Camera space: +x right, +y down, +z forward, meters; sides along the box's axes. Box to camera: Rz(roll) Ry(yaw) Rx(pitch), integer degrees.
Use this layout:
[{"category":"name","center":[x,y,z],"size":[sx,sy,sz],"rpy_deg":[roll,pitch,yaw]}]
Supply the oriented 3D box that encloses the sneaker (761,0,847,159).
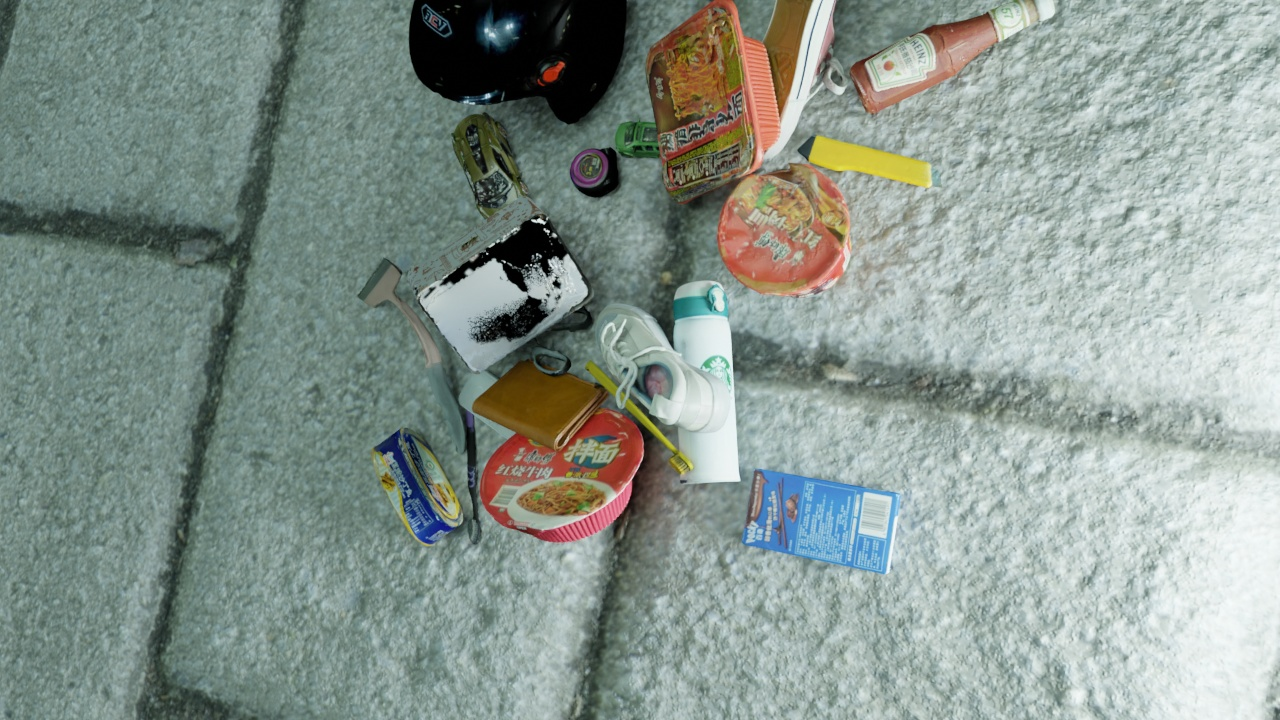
[{"category":"sneaker","center":[0.179,-0.335,1.009],"size":[0.118,0.087,0.241],"rpy_deg":[42,125,44]}]

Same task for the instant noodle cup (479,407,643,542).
[{"category":"instant noodle cup","center":[-0.082,0.138,1.038],"size":[0.194,0.193,0.066],"rpy_deg":[-3,127,22]}]

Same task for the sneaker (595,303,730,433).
[{"category":"sneaker","center":[-0.006,0.006,1.001],"size":[0.242,0.090,0.090],"rpy_deg":[41,119,50]}]

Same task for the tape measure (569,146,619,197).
[{"category":"tape measure","center":[-0.055,-0.228,1.121],"size":[0.058,0.039,0.057],"rpy_deg":[-8,81,16]}]

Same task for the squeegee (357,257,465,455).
[{"category":"squeegee","center":[-0.269,0.002,1.155],"size":[0.040,0.248,0.249],"rpy_deg":[-28,96,-25]}]

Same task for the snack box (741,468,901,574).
[{"category":"snack box","center":[0.192,0.170,0.981],"size":[0.157,0.026,0.084],"rpy_deg":[8,87,23]}]

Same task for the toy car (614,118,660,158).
[{"category":"toy car","center":[0.010,-0.267,1.101],"size":[0.091,0.036,0.043],"rpy_deg":[7,88,26]}]

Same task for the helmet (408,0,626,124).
[{"category":"helmet","center":[-0.144,-0.422,1.077],"size":[0.274,0.231,0.233],"rpy_deg":[-35,67,-26]}]

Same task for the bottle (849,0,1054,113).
[{"category":"bottle","center":[0.325,-0.329,0.965],"size":[0.206,0.059,0.059],"rpy_deg":[-23,76,19]}]

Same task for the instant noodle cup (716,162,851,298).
[{"category":"instant noodle cup","center":[0.163,-0.127,0.982],"size":[0.138,0.108,0.138],"rpy_deg":[-3,82,22]}]

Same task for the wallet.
[{"category":"wallet","center":[-0.114,0.043,1.086],"size":[0.131,0.118,0.035],"rpy_deg":[21,137,31]}]

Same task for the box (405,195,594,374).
[{"category":"box","center":[-0.170,-0.103,1.103],"size":[0.182,0.153,0.181],"rpy_deg":[-34,35,-3]}]

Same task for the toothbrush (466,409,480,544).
[{"category":"toothbrush","center":[-0.214,0.136,1.157],"size":[0.014,0.016,0.189],"rpy_deg":[-8,79,24]}]

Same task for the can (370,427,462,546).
[{"category":"can","center":[-0.280,0.157,1.150],"size":[0.049,0.074,0.148],"rpy_deg":[-36,73,11]}]

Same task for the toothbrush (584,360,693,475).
[{"category":"toothbrush","center":[-0.006,0.062,1.027],"size":[0.016,0.016,0.190],"rpy_deg":[-34,55,-17]}]

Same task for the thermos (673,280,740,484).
[{"category":"thermos","center":[0.073,0.024,1.023],"size":[0.073,0.073,0.224],"rpy_deg":[-6,82,21]}]

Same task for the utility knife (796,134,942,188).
[{"category":"utility knife","center":[0.252,-0.216,1.007],"size":[0.165,0.015,0.033],"rpy_deg":[20,98,22]}]

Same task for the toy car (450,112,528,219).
[{"category":"toy car","center":[-0.193,-0.244,1.179],"size":[0.070,0.042,0.158],"rpy_deg":[-29,77,17]}]

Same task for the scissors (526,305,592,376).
[{"category":"scissors","center":[-0.138,-0.031,1.129],"size":[0.159,0.014,0.175],"rpy_deg":[-31,51,0]}]

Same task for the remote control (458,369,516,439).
[{"category":"remote control","center":[-0.165,0.064,1.141],"size":[0.136,0.020,0.056],"rpy_deg":[33,97,20]}]

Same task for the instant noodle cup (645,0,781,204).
[{"category":"instant noodle cup","center":[0.082,-0.280,1.007],"size":[0.165,0.079,0.189],"rpy_deg":[-10,91,56]}]
